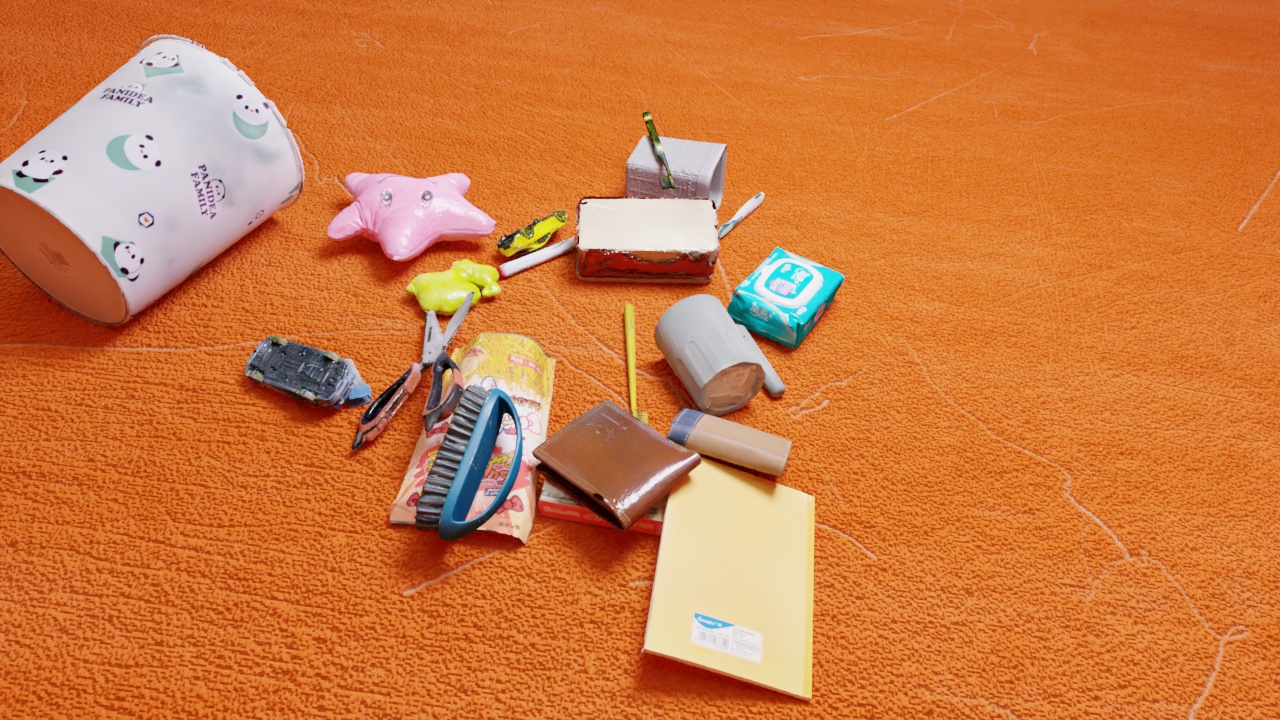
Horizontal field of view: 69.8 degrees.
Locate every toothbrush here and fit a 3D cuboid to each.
[{"bbox_3d":[0.019,-0.266,1.150,0.017,0.012,0.185,-15,43,2],"label":"toothbrush"},{"bbox_3d":[-0.006,0.006,0.986,0.016,0.016,0.189,4,44,-9],"label":"toothbrush"},{"bbox_3d":[0.109,-0.173,1.183,0.018,0.016,0.191,21,46,29],"label":"toothbrush"}]

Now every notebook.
[{"bbox_3d":[0.084,0.178,0.797,0.146,0.010,0.205,19,44,-8],"label":"notebook"}]

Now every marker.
[{"bbox_3d":[-0.110,-0.131,1.115,0.145,0.017,0.017,-26,52,-29],"label":"marker"}]

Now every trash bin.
[{"bbox_3d":[-0.540,-0.186,0.994,0.230,0.230,0.251,21,52,15],"label":"trash bin"}]

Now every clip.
[{"bbox_3d":[-0.295,0.023,0.939,0.025,0.036,0.058,-21,54,-22],"label":"clip"}]

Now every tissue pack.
[{"bbox_3d":[0.170,-0.077,1.064,0.093,0.050,0.133,26,47,21],"label":"tissue pack"}]

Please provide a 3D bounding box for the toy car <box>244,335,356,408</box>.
[{"bbox_3d":[-0.343,0.012,0.926,0.121,0.037,0.054,16,67,22],"label":"toy car"}]

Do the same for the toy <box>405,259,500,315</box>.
[{"bbox_3d":[-0.211,-0.084,1.047,0.097,0.031,0.099,18,45,10],"label":"toy"}]

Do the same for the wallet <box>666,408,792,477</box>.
[{"bbox_3d":[0.087,0.079,0.888,0.115,0.033,0.090,15,9,10],"label":"wallet"}]

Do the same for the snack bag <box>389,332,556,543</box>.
[{"bbox_3d":[-0.150,0.072,0.879,0.128,0.073,0.207,8,51,2],"label":"snack bag"}]

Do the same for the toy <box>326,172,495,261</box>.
[{"bbox_3d":[-0.271,-0.172,1.099,0.194,0.075,0.178,1,45,-7],"label":"toy"}]

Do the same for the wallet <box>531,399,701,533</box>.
[{"bbox_3d":[-0.022,0.091,0.836,0.124,0.032,0.101,30,53,34],"label":"wallet"}]

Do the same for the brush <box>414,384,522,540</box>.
[{"bbox_3d":[-0.143,0.090,0.804,0.073,0.055,0.143,15,63,8],"label":"brush"}]

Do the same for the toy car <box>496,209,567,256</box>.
[{"bbox_3d":[-0.128,-0.154,1.120,0.048,0.032,0.105,-12,19,46],"label":"toy car"}]

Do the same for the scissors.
[{"bbox_3d":[-0.214,0.008,0.918,0.189,0.015,0.225,11,55,50],"label":"scissors"}]

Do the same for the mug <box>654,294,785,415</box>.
[{"bbox_3d":[0.088,-0.004,0.969,0.123,0.084,0.103,6,39,-36],"label":"mug"}]

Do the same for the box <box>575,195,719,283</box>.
[{"bbox_3d":[0.007,-0.146,1.084,0.168,0.078,0.091,0,60,-3],"label":"box"}]

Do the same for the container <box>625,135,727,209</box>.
[{"bbox_3d":[0.044,-0.232,1.186,0.114,0.090,0.090,13,44,12],"label":"container"}]

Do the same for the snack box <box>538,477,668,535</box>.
[{"bbox_3d":[-0.013,0.121,0.859,0.153,0.026,0.075,9,45,4],"label":"snack box"}]
